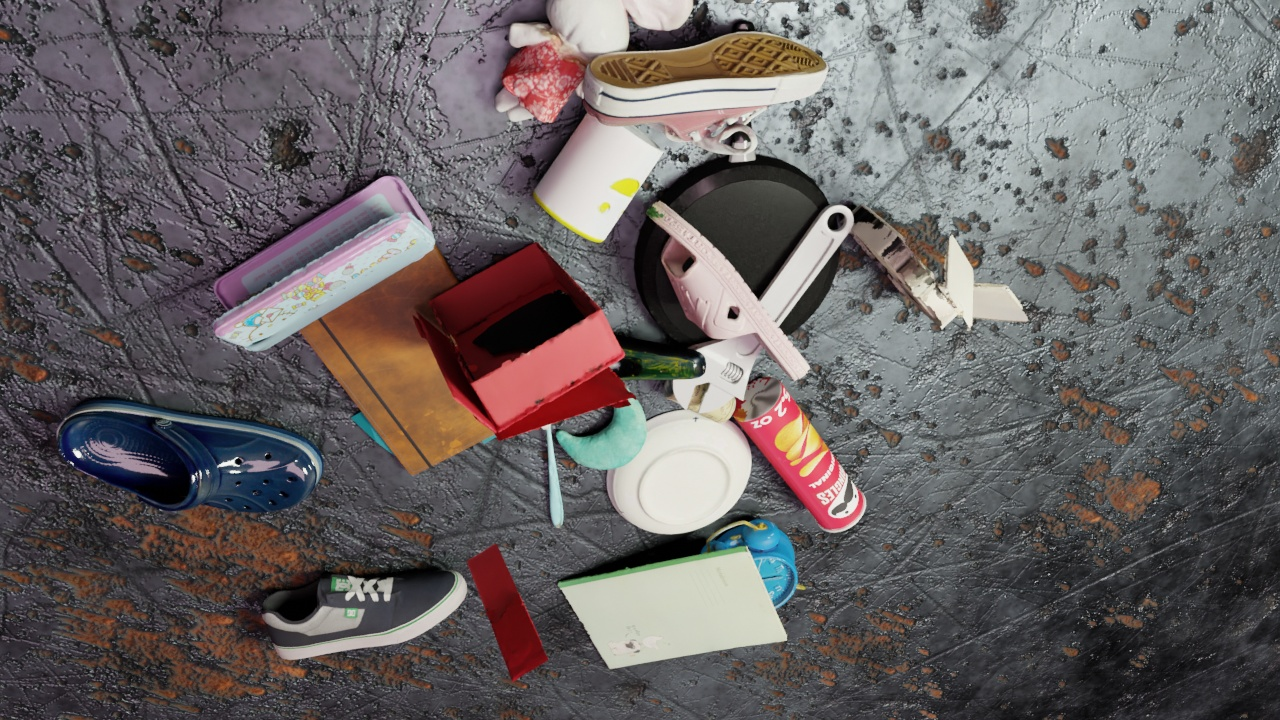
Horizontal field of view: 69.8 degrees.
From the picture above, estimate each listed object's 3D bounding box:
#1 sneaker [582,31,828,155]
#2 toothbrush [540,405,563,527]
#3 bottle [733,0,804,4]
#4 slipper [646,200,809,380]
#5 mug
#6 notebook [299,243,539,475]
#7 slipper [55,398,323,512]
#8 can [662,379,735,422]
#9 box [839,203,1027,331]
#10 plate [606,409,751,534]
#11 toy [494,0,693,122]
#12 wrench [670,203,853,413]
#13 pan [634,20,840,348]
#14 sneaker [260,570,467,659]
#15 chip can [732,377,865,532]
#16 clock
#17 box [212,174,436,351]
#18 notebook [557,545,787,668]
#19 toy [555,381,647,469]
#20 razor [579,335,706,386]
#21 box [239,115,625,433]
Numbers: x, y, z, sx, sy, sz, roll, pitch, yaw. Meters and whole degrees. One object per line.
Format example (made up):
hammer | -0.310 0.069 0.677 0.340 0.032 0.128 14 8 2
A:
sneaker | 0.059 -0.234 0.829 0.240 0.118 0.088 -13 140 -21
toothbrush | -0.103 0.129 1.071 0.016 0.016 0.181 1 124 4
bottle | 0.132 -0.352 0.837 0.112 0.047 0.047 -7 120 -10
slipper | 0.079 -0.055 0.915 0.064 0.094 0.239 -42 114 4
mug | -0.041 -0.179 0.874 0.082 0.082 0.106 28 108 -26
notebook | -0.237 0.013 0.977 0.178 0.014 0.249 -27 122 2
slipper | -0.460 0.112 0.937 0.252 0.095 0.105 15 112 -17
can | 0.068 0.041 1.052 0.079 0.038 0.038 26 110 -25
box | 0.306 -0.089 0.943 0.069 0.191 0.143 -44 126 11
plate | 0.051 0.144 1.110 0.182 0.034 0.183 -6 120 -10
toy | -0.058 -0.287 0.810 0.159 0.084 0.195 25 117 -34
wrench | 0.127 -0.056 0.980 0.086 0.018 0.274 29 107 -17
pan | 0.105 -0.162 0.948 0.225 0.034 0.357 -7 122 -9
sneaker | -0.324 0.281 1.072 0.235 0.084 0.079 -14 121 -1
chip can | 0.193 0.116 1.107 0.069 0.069 0.220 -35 121 8
clock | 0.138 0.261 1.181 0.117 0.060 0.161 -30 122 9
box | -0.298 -0.084 0.867 0.214 0.096 0.077 -30 133 4
notebook | 0.042 0.321 1.180 0.253 0.010 0.182 -14 123 16
toy | -0.036 0.082 1.054 0.085 0.033 0.105 44 99 -10
razor | -0.006 0.006 0.978 0.152 0.067 0.054 4 118 24
box | -0.179 -0.097 0.800 0.153 0.213 0.325 -44 121 1
